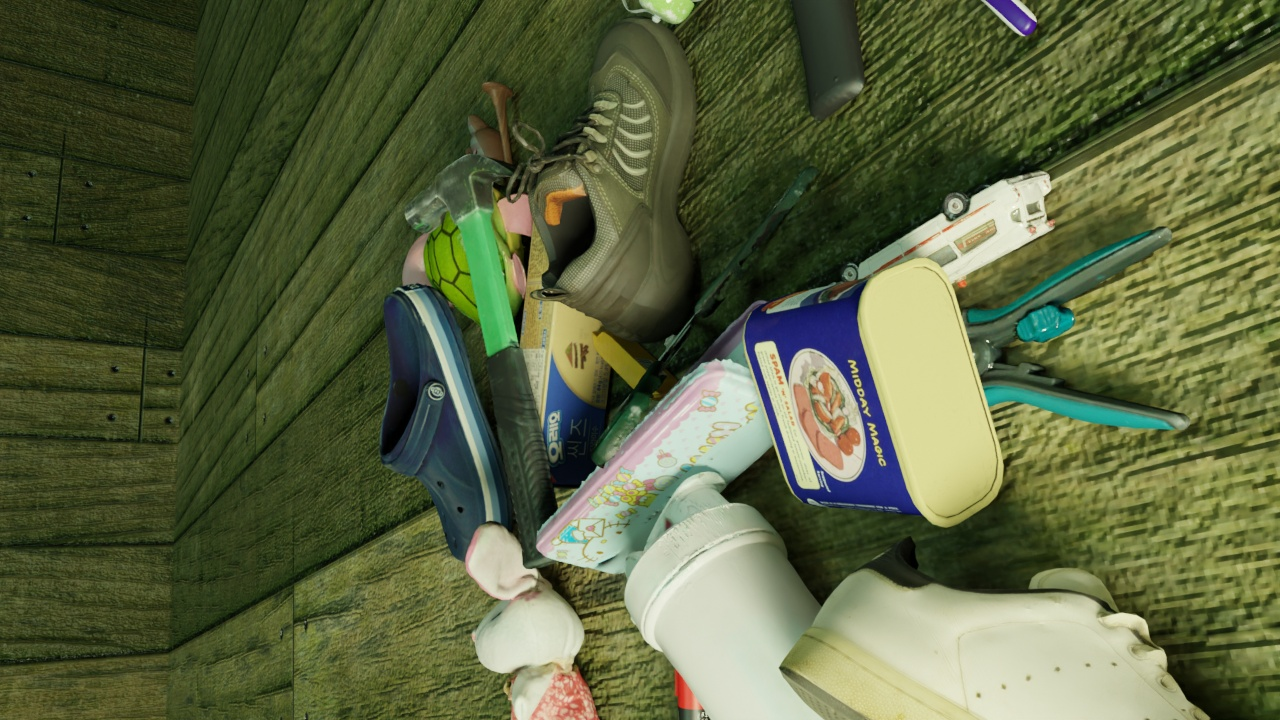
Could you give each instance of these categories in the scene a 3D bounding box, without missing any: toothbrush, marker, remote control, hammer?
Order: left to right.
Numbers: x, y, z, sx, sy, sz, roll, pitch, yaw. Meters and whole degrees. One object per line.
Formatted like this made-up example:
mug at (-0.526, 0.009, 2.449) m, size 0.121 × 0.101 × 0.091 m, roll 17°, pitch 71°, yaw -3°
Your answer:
hammer at (-0.101, -0.007, 0.680) m, size 0.130 × 0.032 × 0.318 m, roll -26°, pitch 70°, yaw 35°
marker at (0.033, 0.245, 0.566) m, size 0.024 × 0.021 × 0.145 m, roll -10°, pitch 76°, yaw 46°
remote control at (0.104, -0.216, 0.542) m, size 0.041 × 0.020 × 0.151 m, roll -28°, pitch 63°, yaw 51°
toothbrush at (0.148, -0.220, 0.483) m, size 0.016 × 0.015 × 0.186 m, roll -54°, pitch 44°, yaw 28°

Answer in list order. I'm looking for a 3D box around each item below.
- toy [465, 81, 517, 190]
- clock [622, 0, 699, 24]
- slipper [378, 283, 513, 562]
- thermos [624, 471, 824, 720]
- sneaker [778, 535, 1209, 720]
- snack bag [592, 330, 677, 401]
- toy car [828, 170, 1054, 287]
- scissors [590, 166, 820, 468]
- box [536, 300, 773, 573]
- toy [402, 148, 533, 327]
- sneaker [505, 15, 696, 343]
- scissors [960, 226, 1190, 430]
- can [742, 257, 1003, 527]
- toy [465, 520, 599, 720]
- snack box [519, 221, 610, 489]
toy at (-0.143, -0.208, 0.877) m, size 0.055 × 0.041 × 0.101 m, roll -14°, pitch 80°, yaw 30°
clock at (0.029, -0.286, 0.624) m, size 0.120 × 0.042 × 0.094 m, roll -37°, pitch 54°, yaw 33°
slipper at (-0.188, 0.060, 0.806) m, size 0.105 × 0.095 × 0.253 m, roll -8°, pitch 98°, yaw 55°
thermos at (0.068, 0.165, 0.469) m, size 0.220 × 0.099 × 0.099 m, roll 51°, pitch 125°, yaw 42°
sneaker at (0.175, 0.136, 0.339) m, size 0.242 × 0.089 × 0.102 m, roll 18°, pitch 61°, yaw 38°
snack bag at (-0.004, 0.004, 0.654) m, size 0.099 × 0.026 × 0.020 m, roll 42°, pitch 118°, yaw 48°
toy car at (0.144, -0.051, 0.445) m, size 0.113 × 0.039 × 0.039 m, roll -35°, pitch 78°, yaw 48°
scissors at (0.030, -0.020, 0.520) m, size 0.202 × 0.015 × 0.201 m, roll -53°, pitch 2°, yaw 25°
box at (0.010, 0.053, 0.568) m, size 0.215 × 0.092 × 0.089 m, roll -49°, pitch 48°, yaw 39°
toy at (-0.150, -0.093, 0.821) m, size 0.239 × 0.087 × 0.190 m, roll 2°, pitch 103°, yaw 58°
sneaker at (-0.043, -0.134, 0.630) m, size 0.101 × 0.142 × 0.237 m, roll -20°, pitch 66°, yaw 52°
scissors at (0.176, -0.001, 0.405) m, size 0.156 × 0.019 × 0.124 m, roll -56°, pitch 42°, yaw 36°
can at (0.106, 0.017, 0.439) m, size 0.092 × 0.056 × 0.116 m, roll -8°, pitch 102°, yaw 60°
toy at (-0.080, 0.220, 0.675) m, size 0.159 × 0.084 × 0.194 m, roll 72°, pitch -175°, yaw -73°
snack box at (-0.057, -0.007, 0.708) m, size 0.056 × 0.057 × 0.206 m, roll 5°, pitch 89°, yaw 59°
